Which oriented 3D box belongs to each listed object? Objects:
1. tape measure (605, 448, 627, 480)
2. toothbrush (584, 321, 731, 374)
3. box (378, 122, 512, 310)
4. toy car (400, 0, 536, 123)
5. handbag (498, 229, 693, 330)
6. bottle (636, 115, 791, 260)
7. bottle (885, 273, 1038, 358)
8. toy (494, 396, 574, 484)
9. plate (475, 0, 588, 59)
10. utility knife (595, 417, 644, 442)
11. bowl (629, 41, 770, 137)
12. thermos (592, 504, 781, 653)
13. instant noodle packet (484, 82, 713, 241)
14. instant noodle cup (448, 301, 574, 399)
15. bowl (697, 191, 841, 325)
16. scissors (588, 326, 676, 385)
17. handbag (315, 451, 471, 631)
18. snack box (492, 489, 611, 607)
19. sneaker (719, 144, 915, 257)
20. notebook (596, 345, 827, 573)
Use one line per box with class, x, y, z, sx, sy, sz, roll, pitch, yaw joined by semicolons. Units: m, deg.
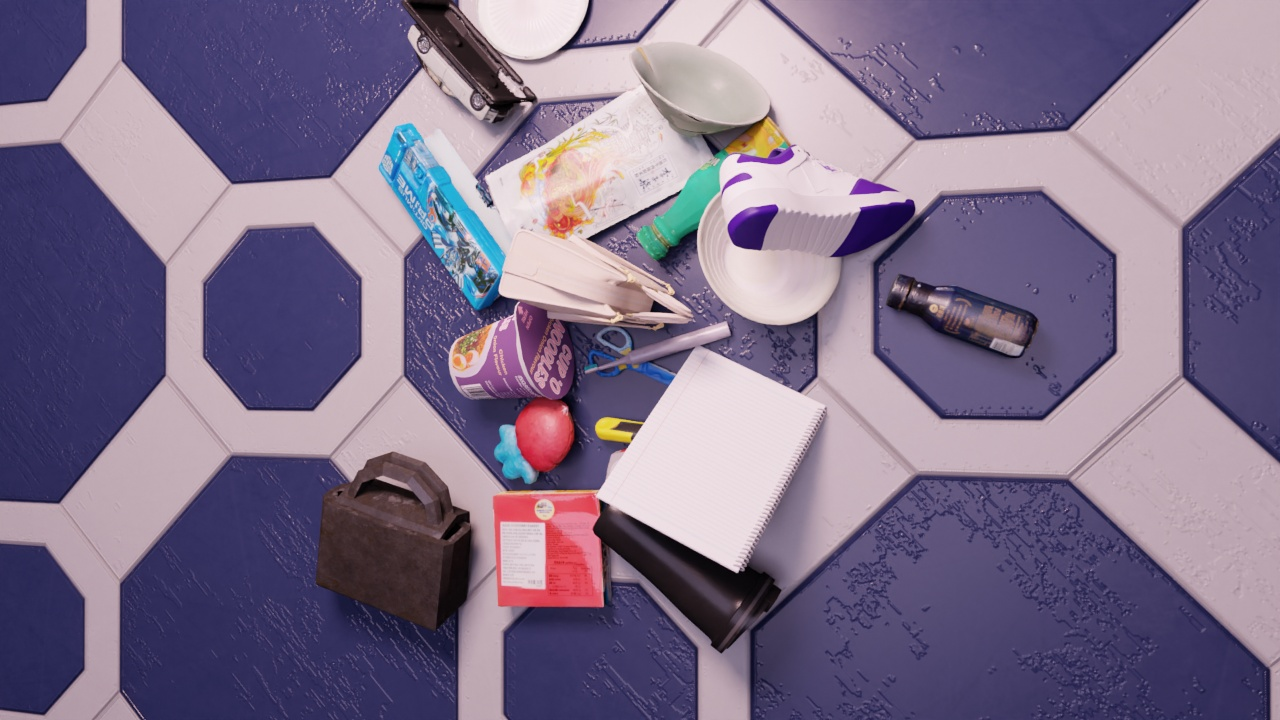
tape measure;-0.011;0.143;1.148;0.062;0.020;0.060;21;101;13
toothbrush;0.019;-0.012;1.132;0.188;0.018;0.019;-17;72;8
box;-0.238;-0.193;1.203;0.243;0.085;0.092;55;139;9
toy car;-0.233;-0.381;1.191;0.191;0.093;0.071;48;126;9
handbag;-0.034;-0.079;1.066;0.198;0.194;0.101;19;95;18
bottle;0.087;-0.200;1.100;0.210;0.068;0.068;-38;80;12
bottle;0.359;-0.053;1.030;0.161;0.056;0.056;22;95;14
toy;-0.134;0.103;1.166;0.133;0.062;0.092;-39;58;30
plate;-0.140;-0.468;1.191;0.157;0.014;0.157;0;90;15
utility knife;0.028;0.092;1.114;0.188;0.020;0.028;5;47;29
bowl;0.062;-0.306;1.090;0.174;0.173;0.068;34;134;13
thermos;0.049;0.242;1.087;0.218;0.105;0.106;36;99;12
instant noodle packet;-0.054;-0.238;1.149;0.269;0.057;0.147;-28;85;8
instant noodle cup;-0.170;-0.006;1.146;0.122;0.121;0.137;-12;131;25
bowl;0.142;-0.121;1.071;0.176;0.058;0.176;3;79;-15
scissors;-0.007;0.009;1.154;0.130;0.022;0.070;29;95;10
handbag;-0.314;0.213;1.189;0.197;0.102;0.200;17;110;14
snack box;-0.113;0.238;1.166;0.143;0.040;0.145;-3;88;15
sneaker;0.190;-0.186;1.028;0.092;0.243;0.111;-54;47;50
notebook;0.088;0.104;1.050;0.178;0.013;0.244;26;56;14
